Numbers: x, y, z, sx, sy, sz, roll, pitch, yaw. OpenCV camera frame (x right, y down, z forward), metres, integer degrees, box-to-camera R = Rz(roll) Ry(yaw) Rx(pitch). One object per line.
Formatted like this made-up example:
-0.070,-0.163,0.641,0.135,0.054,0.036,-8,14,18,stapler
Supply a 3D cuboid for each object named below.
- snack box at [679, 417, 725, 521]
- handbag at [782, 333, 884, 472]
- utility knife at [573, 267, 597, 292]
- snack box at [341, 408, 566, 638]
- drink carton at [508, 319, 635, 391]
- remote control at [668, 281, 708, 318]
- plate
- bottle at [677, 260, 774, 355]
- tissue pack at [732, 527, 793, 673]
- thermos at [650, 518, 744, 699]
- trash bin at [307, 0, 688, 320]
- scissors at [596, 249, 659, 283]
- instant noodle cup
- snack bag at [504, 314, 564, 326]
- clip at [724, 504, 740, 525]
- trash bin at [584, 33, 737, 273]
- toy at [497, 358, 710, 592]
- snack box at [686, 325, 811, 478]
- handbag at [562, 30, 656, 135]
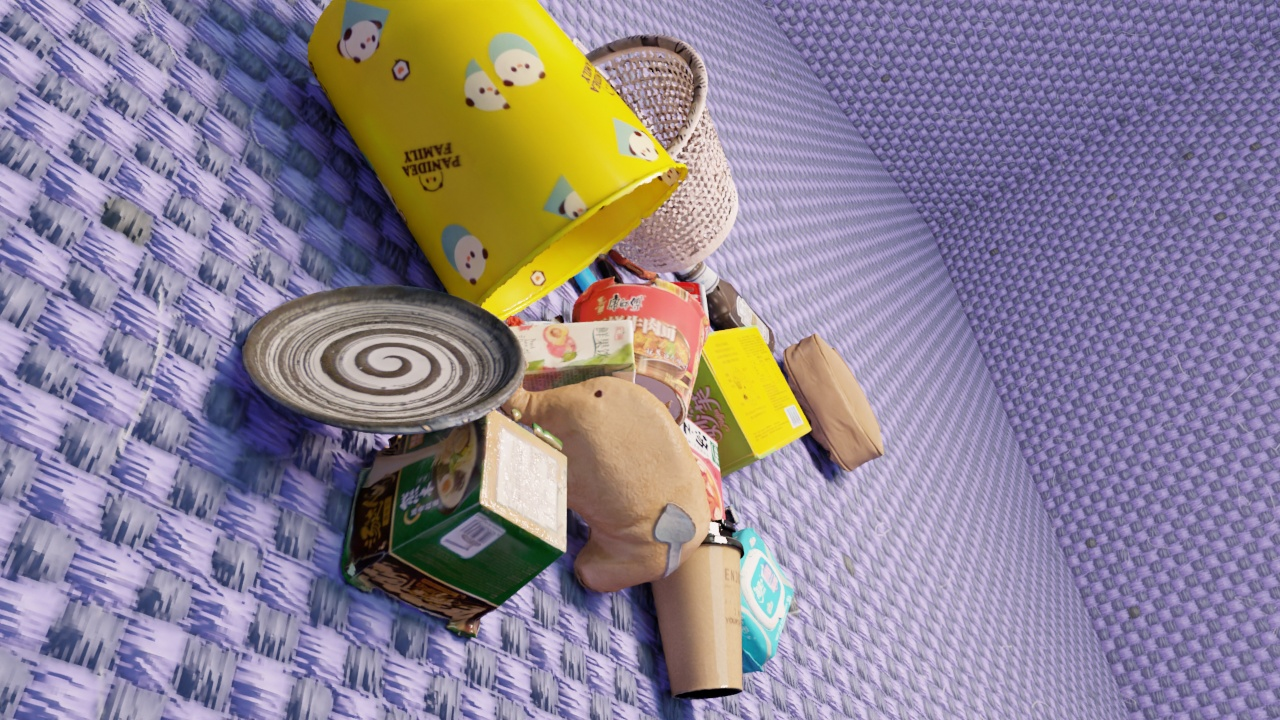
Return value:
0.045,0.117,0.939,0.127,0.044,0.113,40,33,-36,snack box
0.280,0.063,1.360,0.204,0.100,0.147,64,19,8,handbag
-0.070,-0.103,0.990,0.187,0.018,0.034,57,15,-5,utility knife
-0.112,0.099,0.608,0.118,0.106,0.117,38,34,-36,snack box
-0.066,0.000,0.781,0.046,0.122,0.053,90,-4,-50,drink carton
0.053,-0.066,1.109,0.135,0.056,0.020,-86,179,-66,remote control
-0.166,0.001,0.607,0.179,0.024,0.179,8,30,-5,plate
0.114,-0.078,1.265,0.195,0.044,0.079,45,29,-26,bottle
0.104,0.237,0.914,0.093,0.050,0.133,57,27,-8,tissue pack
0.051,0.218,0.804,0.093,0.093,0.143,29,47,-46,thermos
-0.125,-0.192,0.769,0.255,0.230,0.229,54,26,0,trash bin
-0.038,-0.119,1.070,0.226,0.015,0.188,22,45,-50,scissors
-0.005,0.005,0.878,0.138,0.138,0.108,41,41,-34,instant noodle cup
-0.094,-0.021,0.852,0.105,0.026,0.045,-5,84,-64,snack bag
0.098,0.173,1.010,0.024,0.026,0.056,67,14,9,clip
0.005,-0.206,1.008,0.192,0.228,0.227,44,28,-49,trash bin
-0.032,0.078,0.752,0.226,0.143,0.083,58,-17,-6,toy
0.114,0.044,1.107,0.209,0.070,0.157,-12,74,-63,snack box
-0.068,-0.311,1.128,0.197,0.099,0.144,40,25,-33,handbag
